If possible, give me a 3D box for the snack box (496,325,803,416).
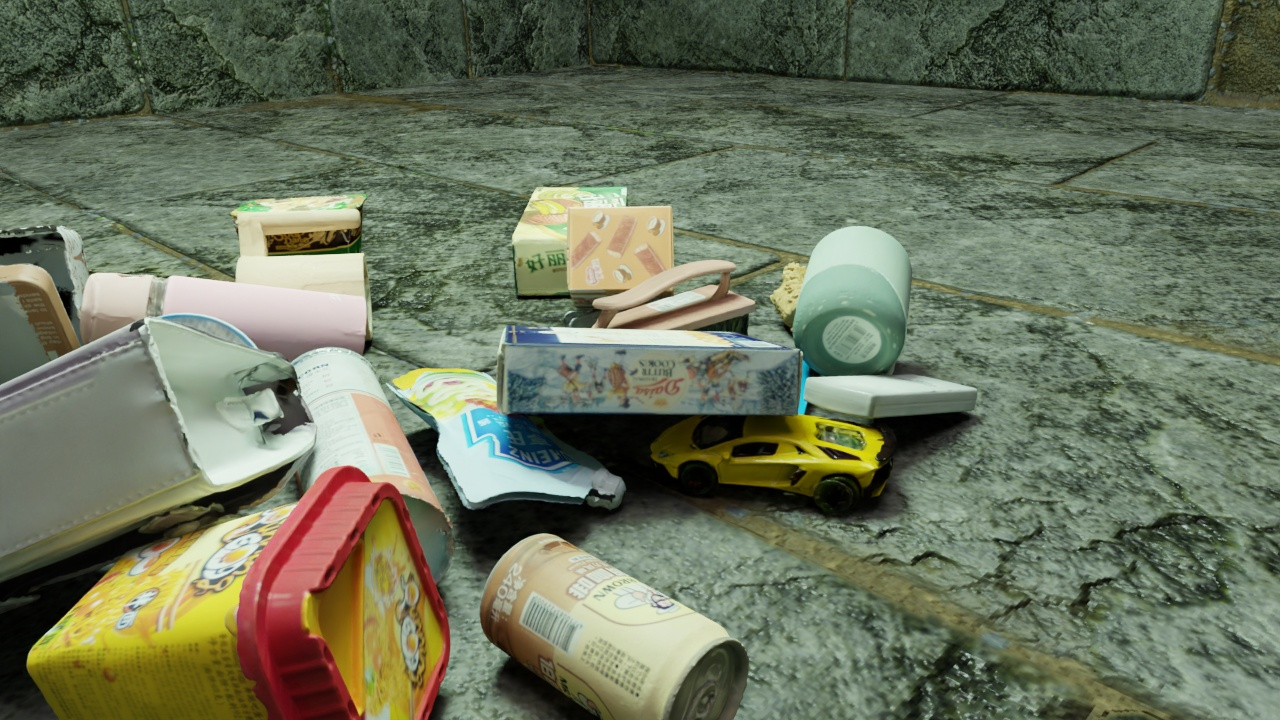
[{"bbox_3d":[-0.004,0.004,0.625,0.182,0.046,0.178,1,5,-7],"label":"snack box"}]

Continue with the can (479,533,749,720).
[{"bbox_3d":[-0.015,0.123,0.405,0.116,0.058,0.058,18,30,39],"label":"can"}]

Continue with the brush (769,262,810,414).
[{"bbox_3d":[0.138,-0.020,0.761,0.083,0.046,0.253,14,30,10],"label":"brush"}]

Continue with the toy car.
[{"bbox_3d":[0.081,0.058,0.578,0.156,0.041,0.071,3,23,15],"label":"toy car"}]

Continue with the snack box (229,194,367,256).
[{"bbox_3d":[-0.325,-0.100,0.894,0.118,0.106,0.117,-4,20,-9],"label":"snack box"}]

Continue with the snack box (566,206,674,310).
[{"bbox_3d":[-0.017,-0.093,0.848,0.094,0.077,0.093,-1,-7,1],"label":"snack box"}]

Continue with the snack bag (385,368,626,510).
[{"bbox_3d":[-0.092,0.050,0.595,0.110,0.039,0.191,16,8,-35],"label":"snack bag"}]

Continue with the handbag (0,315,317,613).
[{"bbox_3d":[-0.277,0.059,0.450,0.197,0.098,0.145,-22,2,3],"label":"handbag"}]

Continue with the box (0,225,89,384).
[{"bbox_3d":[-0.505,-0.017,0.663,0.181,0.148,0.158,-10,9,-20],"label":"box"}]

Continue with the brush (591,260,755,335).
[{"bbox_3d":[0.022,-0.038,0.768,0.145,0.073,0.063,-17,28,-29],"label":"brush"}]

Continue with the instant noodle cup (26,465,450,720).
[{"bbox_3d":[-0.158,0.118,0.376,0.124,0.116,0.116,-11,22,9],"label":"instant noodle cup"}]

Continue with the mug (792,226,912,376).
[{"bbox_3d":[0.168,-0.030,0.703,0.082,0.112,0.106,-16,28,28],"label":"mug"}]

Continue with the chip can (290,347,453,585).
[{"bbox_3d":[-0.171,0.060,0.547,0.071,0.071,0.215,-12,25,-22],"label":"chip can"}]

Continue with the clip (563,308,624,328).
[{"bbox_3d":[-0.041,-0.037,0.836,0.056,0.024,0.028,-14,22,-12],"label":"clip"}]

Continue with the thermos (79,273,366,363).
[{"bbox_3d":[-0.323,-0.030,0.724,0.198,0.067,0.087,4,7,-22],"label":"thermos"}]

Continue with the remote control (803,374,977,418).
[{"bbox_3d":[0.173,0.024,0.632,0.134,0.019,0.056,-1,11,-42],"label":"remote control"}]

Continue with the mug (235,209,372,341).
[{"bbox_3d":[-0.296,-0.072,0.811,0.103,0.124,0.084,-5,-6,-13],"label":"mug"}]

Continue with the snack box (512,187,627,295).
[{"bbox_3d":[-0.072,-0.137,1.019,0.114,0.063,0.239,0,23,1],"label":"snack box"}]

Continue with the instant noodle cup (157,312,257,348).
[{"bbox_3d":[-0.295,0.016,0.620,0.099,0.099,0.110,-8,5,-14],"label":"instant noodle cup"}]
